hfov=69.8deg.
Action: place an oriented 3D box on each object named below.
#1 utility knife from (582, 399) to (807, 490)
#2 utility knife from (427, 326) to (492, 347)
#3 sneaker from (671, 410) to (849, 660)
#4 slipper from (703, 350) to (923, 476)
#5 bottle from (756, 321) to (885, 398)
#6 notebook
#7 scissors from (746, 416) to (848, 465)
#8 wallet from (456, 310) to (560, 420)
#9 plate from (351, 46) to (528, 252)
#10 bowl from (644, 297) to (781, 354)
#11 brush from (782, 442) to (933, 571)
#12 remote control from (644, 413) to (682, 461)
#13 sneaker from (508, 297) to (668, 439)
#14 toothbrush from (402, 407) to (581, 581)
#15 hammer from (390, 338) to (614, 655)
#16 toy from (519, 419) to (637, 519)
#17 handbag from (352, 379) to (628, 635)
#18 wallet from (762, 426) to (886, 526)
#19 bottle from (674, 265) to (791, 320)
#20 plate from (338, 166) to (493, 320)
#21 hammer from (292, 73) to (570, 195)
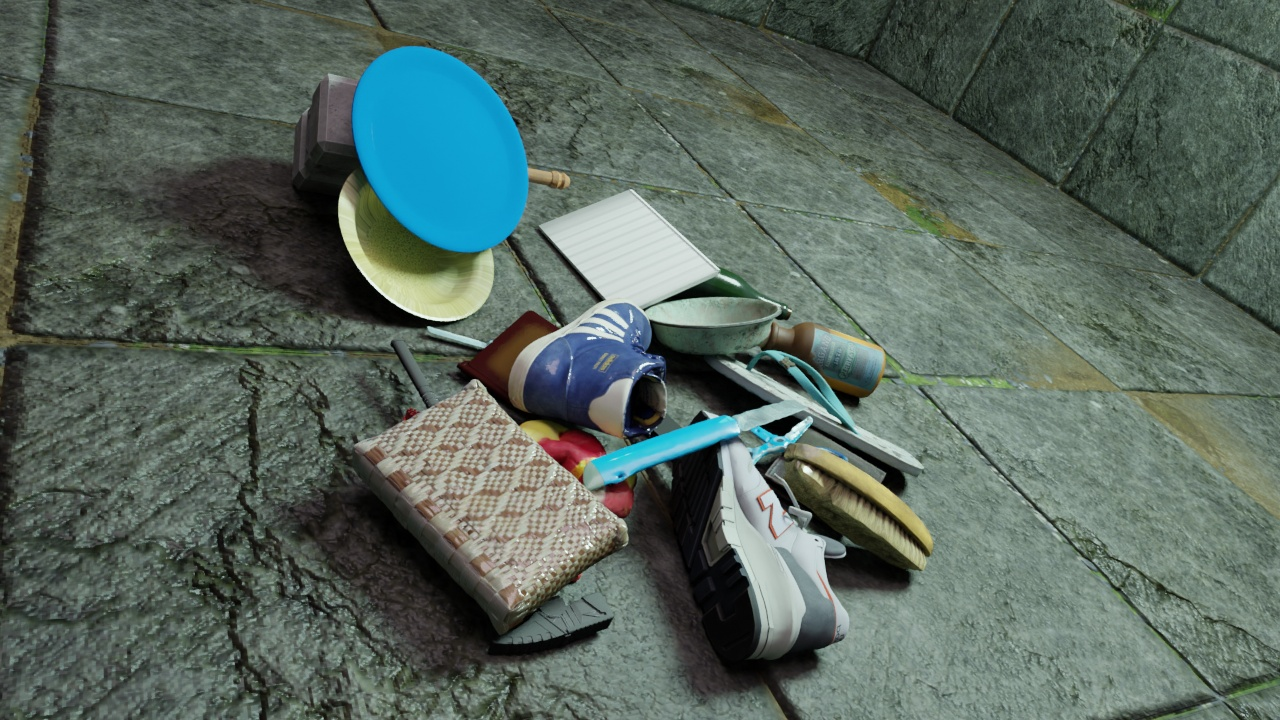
[{"bbox_3d":[0.048,0.065,0.759,0.221,0.015,0.031,-17,50,-24],"label":"utility knife"},{"bbox_3d":[-0.133,-0.010,0.925,0.166,0.015,0.022,17,30,-15],"label":"utility knife"},{"bbox_3d":[0.106,0.151,0.777,0.124,0.089,0.239,16,39,-22],"label":"sneaker"},{"bbox_3d":[0.193,0.043,1.005,0.269,0.055,0.098,30,12,11],"label":"slipper"},{"bbox_3d":[0.212,-0.009,1.114,0.157,0.068,0.067,18,30,-9],"label":"bottle"},{"bbox_3d":[-0.017,-0.141,1.159,0.142,0.009,0.209,-25,49,-20],"label":"notebook"},{"bbox_3d":[0.143,0.090,0.916,0.140,0.011,0.133,19,34,37],"label":"scissors"},{"bbox_3d":[-0.109,0.002,0.901,0.091,0.018,0.115,34,41,9],"label":"wallet"},{"bbox_3d":[-0.213,-0.222,0.981,0.224,0.024,0.224,16,68,-45],"label":"plate"},{"bbox_3d":[0.082,-0.039,1.053,0.157,0.038,0.157,-3,15,1],"label":"bowl"},{"bbox_3d":[0.198,0.135,0.834,0.195,0.059,0.043,37,65,-24],"label":"brush"},{"bbox_3d":[0.030,0.076,0.902,0.034,0.013,0.150,-14,46,-45],"label":"remote control"},{"bbox_3d":[-0.007,0.005,0.867,0.118,0.091,0.232,16,20,26],"label":"sneaker"},{"bbox_3d":[-0.123,0.104,0.746,0.212,0.018,0.012,37,33,23],"label":"toothbrush"},{"bbox_3d":[-0.141,0.091,0.731,0.094,0.015,0.325,-8,46,-37],"label":"hammer"},{"bbox_3d":[-0.056,0.093,0.779,0.105,0.067,0.137,-7,29,-45],"label":"toy"},{"bbox_3d":[-0.111,0.103,0.679,0.186,0.047,0.123,40,47,23],"label":"handbag"},{"bbox_3d":[0.186,0.120,0.930,0.099,0.031,0.119,30,33,17],"label":"wallet"},{"bbox_3d":[0.115,-0.088,1.188,0.174,0.055,0.055,19,30,-10],"label":"bottle"},{"bbox_3d":[-0.239,-0.118,0.957,0.184,0.036,0.184,28,49,-37],"label":"plate"},{"bbox_3d":[-0.227,-0.235,1.076,0.317,0.083,0.163,5,-8,-30],"label":"hammer"}]
